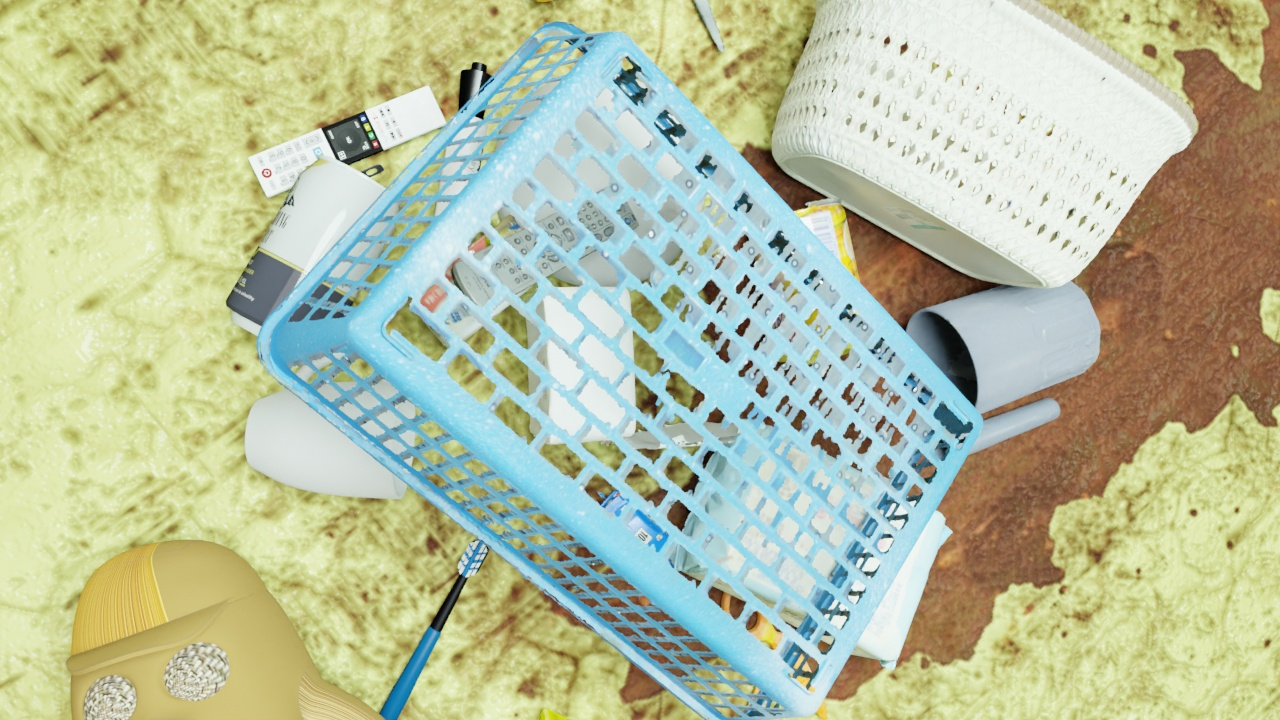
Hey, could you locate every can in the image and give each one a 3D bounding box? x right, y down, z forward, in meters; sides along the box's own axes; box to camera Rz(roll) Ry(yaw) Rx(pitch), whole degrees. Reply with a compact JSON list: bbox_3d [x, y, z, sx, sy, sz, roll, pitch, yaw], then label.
[{"bbox_3d":[-0.198,-0.069,0.568,0.064,0.064,0.127,29,84,-10],"label":"can"},{"bbox_3d":[-0.100,-0.049,0.577,0.086,0.086,0.043,-41,99,-9],"label":"can"},{"bbox_3d":[0.117,-0.053,0.632,0.067,0.068,0.105,-13,92,-12],"label":"can"}]

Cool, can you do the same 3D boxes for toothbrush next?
[{"bbox_3d":[-0.144,0.194,0.604,0.014,0.014,0.167,28,84,1],"label":"toothbrush"}]

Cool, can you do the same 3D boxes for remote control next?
[{"bbox_3d":[-0.189,-0.142,0.597,0.124,0.012,0.028,-26,95,-11],"label":"remote control"},{"bbox_3d":[-0.054,-0.069,0.551,0.136,0.013,0.033,-34,97,-36],"label":"remote control"}]

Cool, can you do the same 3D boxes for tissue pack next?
[{"bbox_3d":[0.118,0.125,0.626,0.182,0.070,0.112,28,71,-11],"label":"tissue pack"}]

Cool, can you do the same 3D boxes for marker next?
[{"bbox_3d":[-0.117,-0.134,0.606,0.025,0.025,0.126,10,88,-12],"label":"marker"}]

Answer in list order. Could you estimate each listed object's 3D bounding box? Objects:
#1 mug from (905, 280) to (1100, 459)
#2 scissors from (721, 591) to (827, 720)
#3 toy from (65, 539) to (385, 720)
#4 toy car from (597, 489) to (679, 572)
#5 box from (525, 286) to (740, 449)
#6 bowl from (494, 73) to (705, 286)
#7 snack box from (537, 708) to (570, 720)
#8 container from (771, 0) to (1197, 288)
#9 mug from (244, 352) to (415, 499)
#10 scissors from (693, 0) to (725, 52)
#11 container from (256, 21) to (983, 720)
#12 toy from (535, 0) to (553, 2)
[{"bbox_3d":[0.260,0.006,0.663,0.104,0.084,0.124,-18,117,-13],"label":"mug"},{"bbox_3d":[0.110,0.201,0.658,0.127,0.011,0.125,-30,95,-10],"label":"scissors"},{"bbox_3d":[-0.249,0.199,0.517,0.198,0.163,0.203,-18,83,-14],"label":"toy"},{"bbox_3d":[-0.001,0.115,0.609,0.092,0.062,0.033,44,81,-8],"label":"toy car"},{"bbox_3d":[-0.001,0.015,0.587,0.136,0.109,0.126,-4,90,-11],"label":"box"},{"bbox_3d":[-0.023,-0.124,0.615,0.149,0.043,0.149,0,90,-12],"label":"bowl"},{"bbox_3d":[-0.010,0.289,0.624,0.148,0.029,0.040,29,84,-10],"label":"snack box"},{"bbox_3d":[0.208,-0.153,0.601,0.246,0.184,0.143,27,95,-9],"label":"container"},{"bbox_3d":[-0.190,0.032,0.575,0.089,0.071,0.107,3,61,-3],"label":"mug"},{"bbox_3d":[0.024,-0.299,0.642,0.141,0.014,0.173,-8,90,-9],"label":"scissors"},{"bbox_3d":[0.022,0.014,0.496,0.362,0.089,0.256,43,71,-17],"label":"container"},{"bbox_3d":[-0.075,-0.287,0.606,0.103,0.046,0.084,45,75,-12],"label":"toy"}]
